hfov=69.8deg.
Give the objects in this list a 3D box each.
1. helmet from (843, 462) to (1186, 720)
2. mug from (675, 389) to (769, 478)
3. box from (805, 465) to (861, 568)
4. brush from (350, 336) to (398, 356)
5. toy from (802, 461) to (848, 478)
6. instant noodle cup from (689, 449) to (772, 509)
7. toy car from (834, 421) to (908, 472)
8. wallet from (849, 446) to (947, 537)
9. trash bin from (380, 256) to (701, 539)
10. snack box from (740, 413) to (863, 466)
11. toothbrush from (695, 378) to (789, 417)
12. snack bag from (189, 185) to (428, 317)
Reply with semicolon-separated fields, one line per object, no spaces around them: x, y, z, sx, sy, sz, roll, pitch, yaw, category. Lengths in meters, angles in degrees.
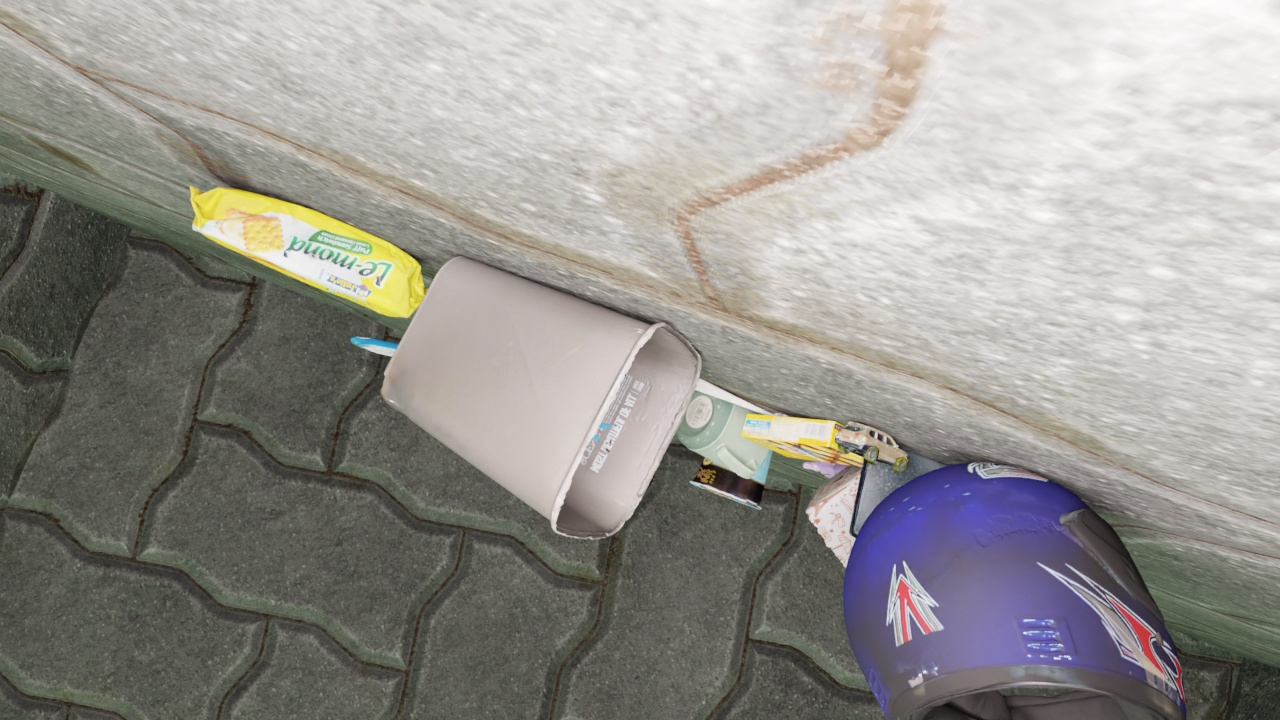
0.329;0.225;0.823;0.315;0.239;0.248;31;132;-27;helmet
0.104;0.095;1.133;0.106;0.082;0.111;31;-153;-42;mug
0.319;0.174;1.073;0.218;0.157;0.180;-27;174;19;box
-0.254;-0.020;1.320;0.314;0.109;0.061;25;176;-38;brush
0.295;0.158;1.322;0.083;0.039;0.108;5;-179;-21;toy
0.143;0.143;1.345;0.111;0.120;0.111;20;173;2;instant noodle cup
0.239;0.089;0.934;0.090;0.035;0.042;25;174;-38;toy car
0.276;0.148;0.967;0.097;0.120;0.019;21;150;-2;wallet
-0.091;0.027;0.845;0.220;0.199;0.198;26;176;21;trash bin
0.195;0.092;1.064;0.087;0.033;0.141;25;168;-35;snack box
0.109;0.045;1.090;0.180;0.016;0.016;23;166;-22;toothbrush
-0.346;-0.117;0.965;0.246;0.068;0.158;24;174;-24;snack bag
